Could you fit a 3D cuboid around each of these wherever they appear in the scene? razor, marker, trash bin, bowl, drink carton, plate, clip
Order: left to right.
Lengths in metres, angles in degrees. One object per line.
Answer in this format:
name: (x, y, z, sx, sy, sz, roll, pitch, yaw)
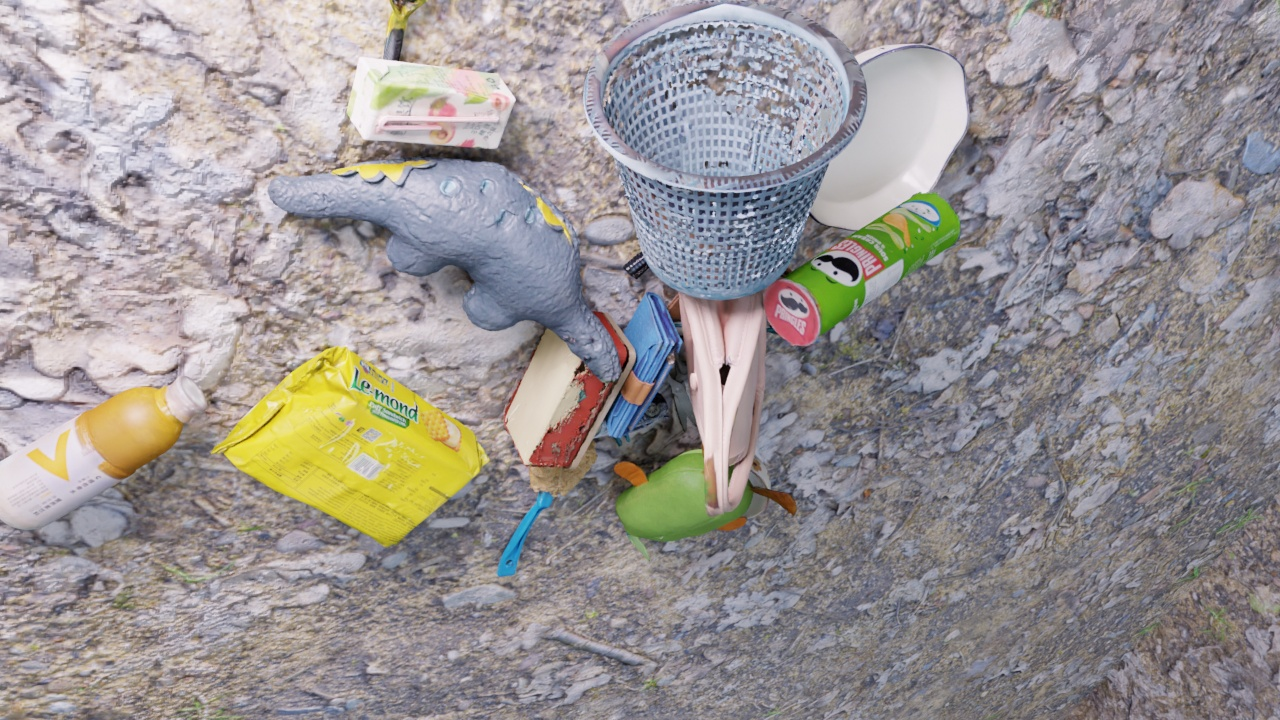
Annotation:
razor: (-0.190, -0.246, 0.713, 0.042, 0.022, 0.143, -8, 139, -39)
drink carton: (-0.165, -0.202, 0.731, 0.122, 0.045, 0.054, -7, 139, -41)
clip: (-0.026, 0.082, 1.103, 0.041, 0.014, 0.056, -22, 134, -10)
marker: (0.038, -0.130, 0.946, 0.131, 0.018, 0.022, -37, 92, 6)
trash bin: (0.070, -0.167, 0.812, 0.226, 0.226, 0.195, -21, 148, -12)
bowl: (0.117, 0.148, 1.192, 0.113, 0.062, 0.114, 11, 133, 12)
plate: (0.243, -0.233, 0.952, 0.204, 0.045, 0.205, -15, 133, -16)

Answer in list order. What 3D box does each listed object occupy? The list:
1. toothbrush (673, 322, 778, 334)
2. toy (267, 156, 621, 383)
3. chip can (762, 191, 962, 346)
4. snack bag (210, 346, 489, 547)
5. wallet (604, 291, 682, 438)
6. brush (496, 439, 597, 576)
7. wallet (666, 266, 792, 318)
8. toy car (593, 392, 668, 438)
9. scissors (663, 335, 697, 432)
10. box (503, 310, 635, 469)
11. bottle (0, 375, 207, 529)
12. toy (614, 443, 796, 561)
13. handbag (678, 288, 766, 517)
toothbrush: (0.097, -0.039, 1.065, 0.191, 0.018, 0.016, 0, 138, -26)
toy: (-0.134, -0.098, 0.810, 0.356, 0.091, 0.138, 32, 101, -28)
chip can: (0.228, -0.097, 0.929, 0.235, 0.072, 0.072, -31, 140, -29)
snack bag: (-0.281, 0.096, 0.933, 0.158, 0.068, 0.246, -40, 135, 7)
wallet: (-0.006, 0.006, 0.981, 0.040, 0.106, 0.133, 16, 120, -22)
brush: (-0.126, 0.179, 1.119, 0.083, 0.046, 0.255, 1, 131, -35)
wallet: (0.094, -0.073, 1.005, 0.115, 0.020, 0.101, 3, 150, -28)
toy car: (-0.027, 0.065, 1.051, 0.120, 0.054, 0.037, -14, 112, -13)
scissors: (0.052, 0.030, 1.094, 0.172, 0.014, 0.146, 23, 125, -36)
box: (-0.085, 0.031, 0.968, 0.079, 0.091, 0.169, 6, 124, -37)
bottle: (-0.473, 0.077, 0.805, 0.189, 0.068, 0.068, -31, 136, -2)
toy: (0.059, 0.168, 1.127, 0.227, 0.089, 0.247, 33, 138, -30)
handbag: (0.085, 0.049, 0.940, 0.093, 0.233, 0.194, -1, 140, 7)
